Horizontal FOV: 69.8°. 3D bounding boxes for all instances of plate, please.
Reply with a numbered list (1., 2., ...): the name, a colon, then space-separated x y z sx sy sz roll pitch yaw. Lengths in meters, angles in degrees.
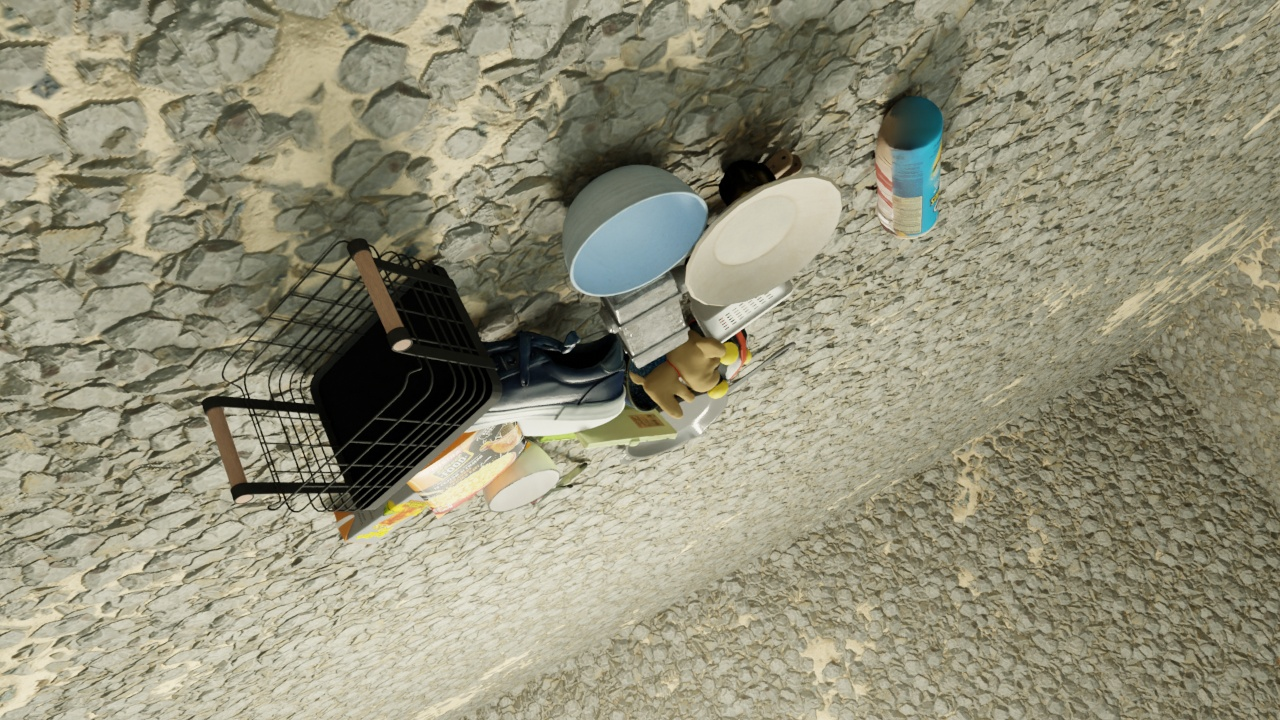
1. plate: 0.127 -0.132 0.971 0.188 0.027 0.189 -22 150 -14
2. plate: -0.125 0.055 1.174 0.208 0.015 0.209 -4 157 -2

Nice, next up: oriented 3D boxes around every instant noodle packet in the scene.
1. instant noodle packet: -0.219 0.125 1.172 0.159 0.032 0.221 -38 161 -13

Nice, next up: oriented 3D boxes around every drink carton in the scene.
1. drink carton: -0.341 0.194 1.234 0.125 0.048 0.076 -35 156 11

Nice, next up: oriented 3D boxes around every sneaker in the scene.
1. sneaker: -0.152 0.005 0.990 0.294 0.120 0.127 -4 121 -18

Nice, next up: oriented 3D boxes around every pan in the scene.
1. pan: 0.105 0.067 1.519 0.355 0.024 0.216 -36 156 15

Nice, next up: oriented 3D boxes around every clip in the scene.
1. clip: 0.154 -0.211 1.026 0.041 0.024 0.061 -1 154 -45

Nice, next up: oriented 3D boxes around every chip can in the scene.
1. chip can: 0.326 -0.229 1.120 0.080 0.079 0.229 -32 156 4

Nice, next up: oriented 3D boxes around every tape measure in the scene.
1. tape measure: 0.118 -0.186 0.984 0.062 0.067 0.038 -5 149 -28

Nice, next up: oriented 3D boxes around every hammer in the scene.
1. hammer: 0.099 -0.124 1.067 0.326 0.079 0.177 -30 157 -3

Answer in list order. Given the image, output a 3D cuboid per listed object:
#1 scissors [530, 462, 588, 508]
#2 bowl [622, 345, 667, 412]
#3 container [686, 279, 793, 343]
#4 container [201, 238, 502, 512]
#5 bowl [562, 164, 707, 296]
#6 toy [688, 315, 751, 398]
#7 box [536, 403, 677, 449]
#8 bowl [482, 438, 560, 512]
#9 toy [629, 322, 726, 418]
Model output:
1. scissors: -0.136 0.199 1.454 0.178 0.015 0.199 -29 -177 -39
2. bowl: -0.007 0.007 1.209 0.114 0.061 0.114 -20 114 -53
3. container: 0.119 -0.089 1.164 0.129 0.080 0.049 -36 145 13
4. container: -0.262 0.019 0.832 0.242 0.162 0.130 -40 155 22
5. bowl: -0.017 -0.139 0.907 0.150 0.074 0.151 -25 156 -12
6. toy: 0.105 -0.020 1.266 0.118 0.100 0.098 -38 149 -47
7. box: -0.049 0.093 1.356 0.187 0.064 0.131 -2 -174 -44
8. bowl: -0.181 0.164 1.335 0.116 0.065 0.116 -25 156 -12
9. toy: 0.053 0.011 1.167 0.108 0.134 0.106 -48 118 0
